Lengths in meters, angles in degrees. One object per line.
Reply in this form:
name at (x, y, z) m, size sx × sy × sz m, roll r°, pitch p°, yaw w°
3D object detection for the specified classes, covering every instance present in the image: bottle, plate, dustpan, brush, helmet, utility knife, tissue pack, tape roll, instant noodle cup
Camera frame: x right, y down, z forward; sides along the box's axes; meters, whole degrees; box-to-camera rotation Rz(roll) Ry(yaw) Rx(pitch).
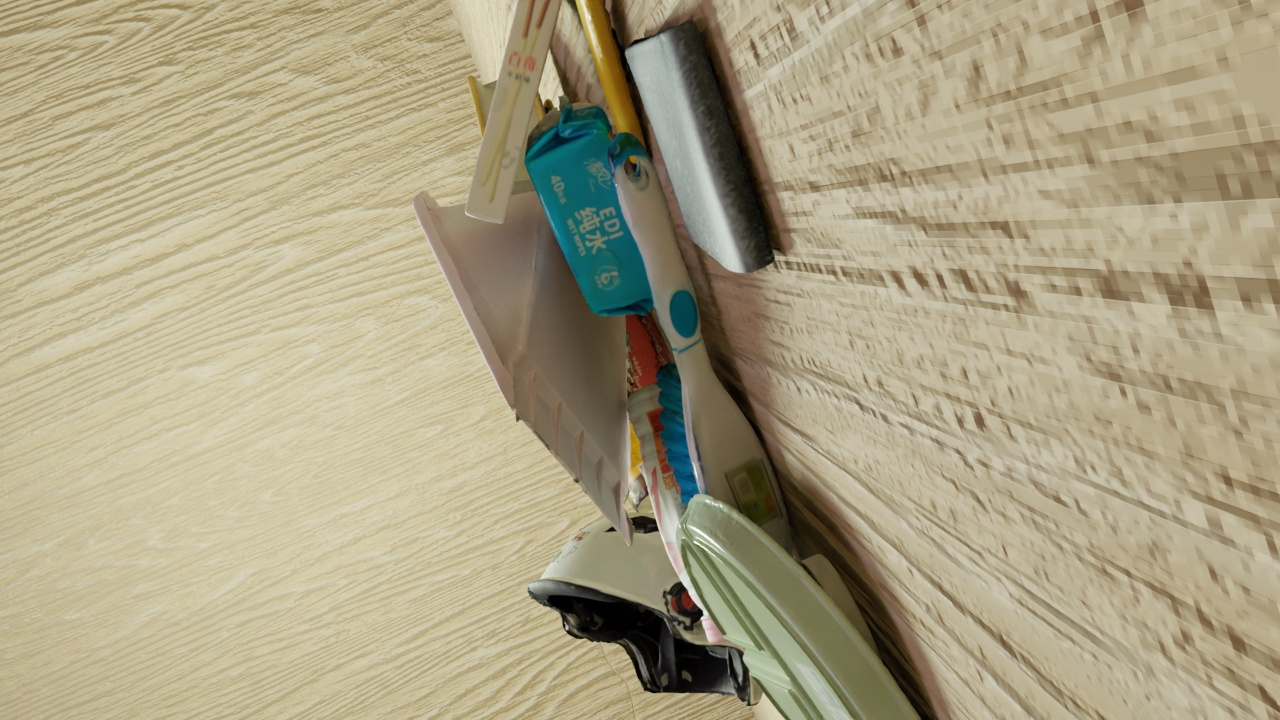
bottle at (0.045, 0.113, 0.702) m, size 0.068 × 0.068 × 0.196 m, roll 85°, pitch 169°, yaw -78°
plate at (0.093, 0.180, 0.546) m, size 0.230 × 0.027 × 0.230 m, roll 50°, pitch 165°, yaw 18°
dustpan at (-0.099, -0.006, 0.697) m, size 0.223 × 0.139 × 0.272 m, roll 62°, pitch -156°, yaw -50°
brush at (0.034, 0.011, 0.581) m, size 0.314 × 0.060 × 0.109 m, roll 68°, pitch 170°, yaw -14°
helmet at (0.029, 0.248, 0.985) m, size 0.274 × 0.156 × 0.231 m, roll 39°, pitch 149°, yaw -16°
utility knife at (-0.018, -0.164, 0.476) m, size 0.195 × 0.015 × 0.033 m, roll 67°, pitch 178°, yaw -61°
tissue pack at (-0.028, -0.102, 0.604) m, size 0.090 × 0.063 × 0.140 m, roll -102°, pitch -10°, yaw -66°
tape roll at (0.120, 0.157, 0.547) m, size 0.086 × 0.014 × 0.086 m, roll 156°, pitch 91°, yaw -86°
instant noodle cup at (0.005, 0.097, 1.020) m, size 0.114 × 0.118 × 0.118 m, roll 57°, pitch 173°, yaw 22°

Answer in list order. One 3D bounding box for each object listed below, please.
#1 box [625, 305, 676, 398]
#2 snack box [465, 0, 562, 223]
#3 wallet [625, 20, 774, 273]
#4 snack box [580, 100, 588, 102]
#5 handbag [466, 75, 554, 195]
box at (-0.005, 0.005, 0.831) m, size 0.091 × 0.080 × 0.168 m, roll 86°, pitch 159°, yaw -81°
snack box at (-0.079, -0.165, 0.578) m, size 0.084 × 0.027 × 0.157 m, roll -132°, pitch 57°, yaw -77°
wallet at (0.021, -0.093, 0.396) m, size 0.121 × 0.019 × 0.097 m, roll -122°, pitch 11°, yaw -72°
snack box at (-0.025, -0.124, 0.732) m, size 0.075 × 0.026 × 0.154 m, roll -151°, pitch 38°, yaw -86°
handbag at (-0.086, -0.157, 0.818) m, size 0.179 × 0.063 × 0.163 m, roll 68°, pitch -176°, yaw -54°
